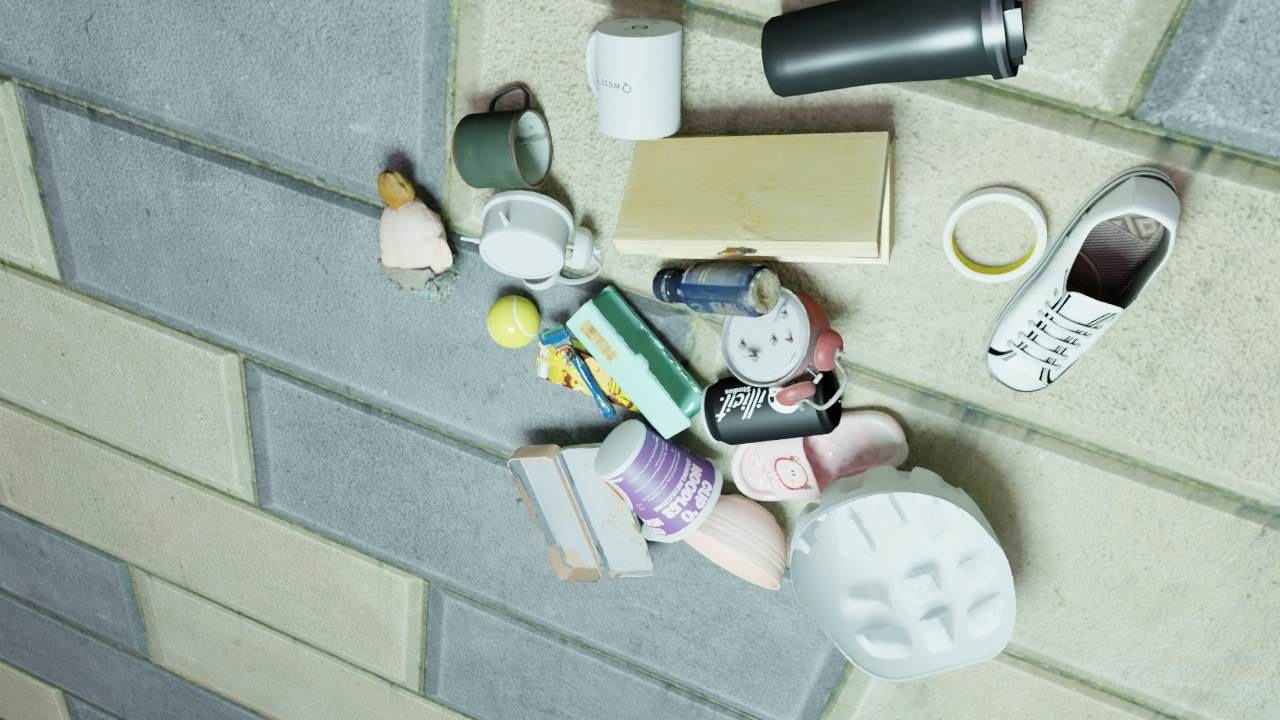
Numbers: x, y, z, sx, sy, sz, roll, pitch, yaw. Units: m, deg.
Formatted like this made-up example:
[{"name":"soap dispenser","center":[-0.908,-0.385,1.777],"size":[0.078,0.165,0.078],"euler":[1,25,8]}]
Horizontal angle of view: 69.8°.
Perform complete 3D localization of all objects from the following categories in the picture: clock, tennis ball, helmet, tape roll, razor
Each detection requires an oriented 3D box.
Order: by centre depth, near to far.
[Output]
[{"name":"tape roll","center":[0.346,-0.122,0.896],"size":[0.094,0.019,0.094],"euler":[11,124,17]},{"name":"clock","center":[0.153,-0.013,0.975],"size":[0.157,0.061,0.110],"euler":[47,113,32]},{"name":"helmet","center":[0.283,0.225,1.025],"size":[0.225,0.183,0.282],"euler":[-31,132,19]},{"name":"clock","center":[-0.116,-0.134,1.050],"size":[0.159,0.061,0.120],"euler":[27,147,-35]},{"name":"tennis ball","center":[-0.157,-0.048,1.132],"size":[0.065,0.065,0.065],"euler":[11,125,17]},{"name":"razor","center":[-0.072,0.016,1.133],"size":[0.044,0.018,0.141],"euler":[-19,115,33]}]

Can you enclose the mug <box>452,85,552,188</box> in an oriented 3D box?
[{"name":"mug","center":[-0.151,-0.243,1.001],"size":[0.081,0.084,0.111],"euler":[3,91,23]}]

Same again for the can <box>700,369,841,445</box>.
[{"name":"can","center":[0.150,0.052,1.054],"size":[0.146,0.080,0.080],"euler":[-10,116,28]}]

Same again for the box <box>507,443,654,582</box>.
[{"name":"box","center":[-0.075,0.205,1.221],"size":[0.151,0.042,0.216],"euler":[-5,118,30]}]

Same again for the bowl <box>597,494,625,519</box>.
[{"name":"bowl","center":[-0.046,0.154,1.227],"size":[0.121,0.046,0.121],"euler":[11,125,17]}]

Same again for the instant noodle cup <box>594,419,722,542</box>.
[{"name":"instant noodle cup","center":[0.009,0.144,1.127],"size":[0.137,0.121,0.122],"euler":[-41,116,19]}]

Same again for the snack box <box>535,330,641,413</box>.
[{"name":"snack box","center":[-0.059,0.014,1.155],"size":[0.149,0.025,0.061],"euler":[19,127,11]}]

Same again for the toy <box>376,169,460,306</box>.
[{"name":"toy","center":[-0.275,-0.151,1.113],"size":[0.133,0.076,0.176],"euler":[15,129,33]}]

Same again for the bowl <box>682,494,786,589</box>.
[{"name":"bowl","center":[0.125,0.218,1.161],"size":[0.153,0.076,0.153],"euler":[30,163,10]}]

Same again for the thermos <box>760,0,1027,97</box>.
[{"name":"thermos","center":[0.220,-0.284,0.800],"size":[0.219,0.105,0.106],"euler":[-2,120,30]}]

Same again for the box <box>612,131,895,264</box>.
[{"name":"box","center":[0.119,-0.161,0.905],"size":[0.249,0.184,0.142],"euler":[3,101,20]}]

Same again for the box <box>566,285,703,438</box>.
[{"name":"box","center":[-0.009,0.008,1.072],"size":[0.077,0.079,0.189],"euler":[-39,94,17]}]

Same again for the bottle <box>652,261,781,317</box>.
[{"name":"bottle","center":[0.077,-0.078,0.987],"size":[0.161,0.056,0.056],"euler":[9,128,50]}]

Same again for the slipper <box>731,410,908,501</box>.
[{"name":"slipper","center":[0.206,0.115,1.087],"size":[0.222,0.055,0.107],"euler":[-19,110,30]}]

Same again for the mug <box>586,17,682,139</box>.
[{"name":"mug","center":[-0.013,-0.286,0.916],"size":[0.120,0.082,0.096],"euler":[31,134,40]}]

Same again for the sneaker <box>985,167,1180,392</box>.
[{"name":"sneaker","center":[0.414,-0.055,0.860],"size":[0.091,0.097,0.246],"euler":[30,127,3]}]
